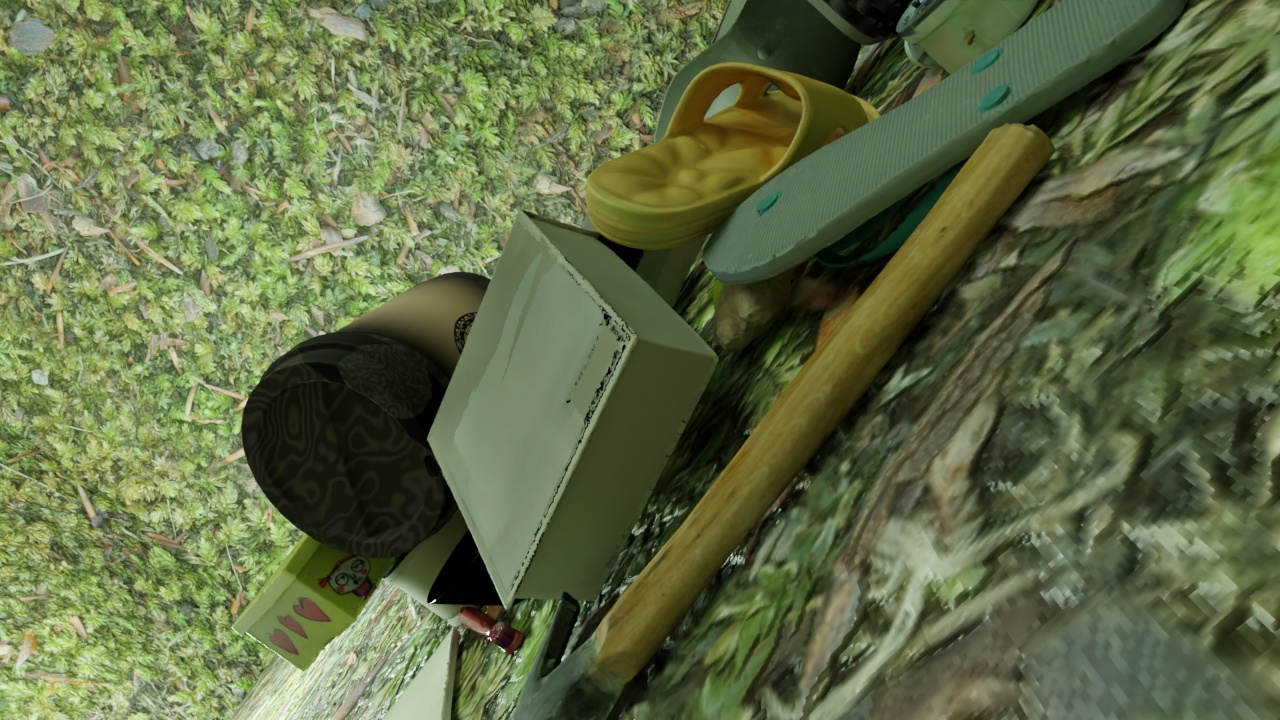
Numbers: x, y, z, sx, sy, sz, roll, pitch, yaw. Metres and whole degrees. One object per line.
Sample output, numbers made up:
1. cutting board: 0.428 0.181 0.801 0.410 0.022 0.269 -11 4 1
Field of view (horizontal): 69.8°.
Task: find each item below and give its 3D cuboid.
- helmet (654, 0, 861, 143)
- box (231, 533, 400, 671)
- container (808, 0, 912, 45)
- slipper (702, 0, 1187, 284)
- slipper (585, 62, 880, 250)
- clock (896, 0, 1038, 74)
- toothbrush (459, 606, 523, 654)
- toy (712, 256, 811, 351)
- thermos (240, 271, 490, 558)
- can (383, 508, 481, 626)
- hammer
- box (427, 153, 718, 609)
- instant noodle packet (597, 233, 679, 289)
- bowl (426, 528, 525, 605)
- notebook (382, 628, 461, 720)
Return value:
1. helmet: 0.137 -0.308 0.929 0.269 0.154 0.226 114 -178 -55
2. box: -0.246 0.148 0.802 0.125 0.079 0.220 -44 10 38
3. container: 0.197 -0.413 0.680 0.244 0.245 0.246 -49 -8 37
4. slipper: 0.140 -0.094 0.465 0.270 0.055 0.098 -29 24 39
5. slipper: 0.068 -0.154 0.608 0.262 0.099 0.079 -33 -40 -36
6. clock: 0.212 -0.234 0.605 0.083 0.057 0.117 -49 9 14
7. toothbrush: -0.111 0.187 0.651 0.016 0.016 0.190 -55 10 -19
8. toy: 0.076 -0.049 0.586 0.092 0.043 0.117 -49 10 36
9. thermos: -0.183 0.026 0.746 0.173 0.172 0.225 -46 6 29
10. can: -0.153 0.157 0.795 0.128 0.073 0.127 -49 9 10
11. hammer: 0.059 0.034 0.385 0.330 0.033 0.132 -51 8 -2
12. box: -0.073 -0.027 0.627 0.166 0.108 0.418 -64 24 19
13. instant noodle packet: -0.029 -0.054 0.937 0.163 0.084 0.221 -64 -13 25
14. bowl: -0.090 0.133 0.645 0.124 0.052 0.124 -49 9 10
15. notebook: -0.174 0.276 0.623 0.153 0.012 0.209 -52 9 -5
